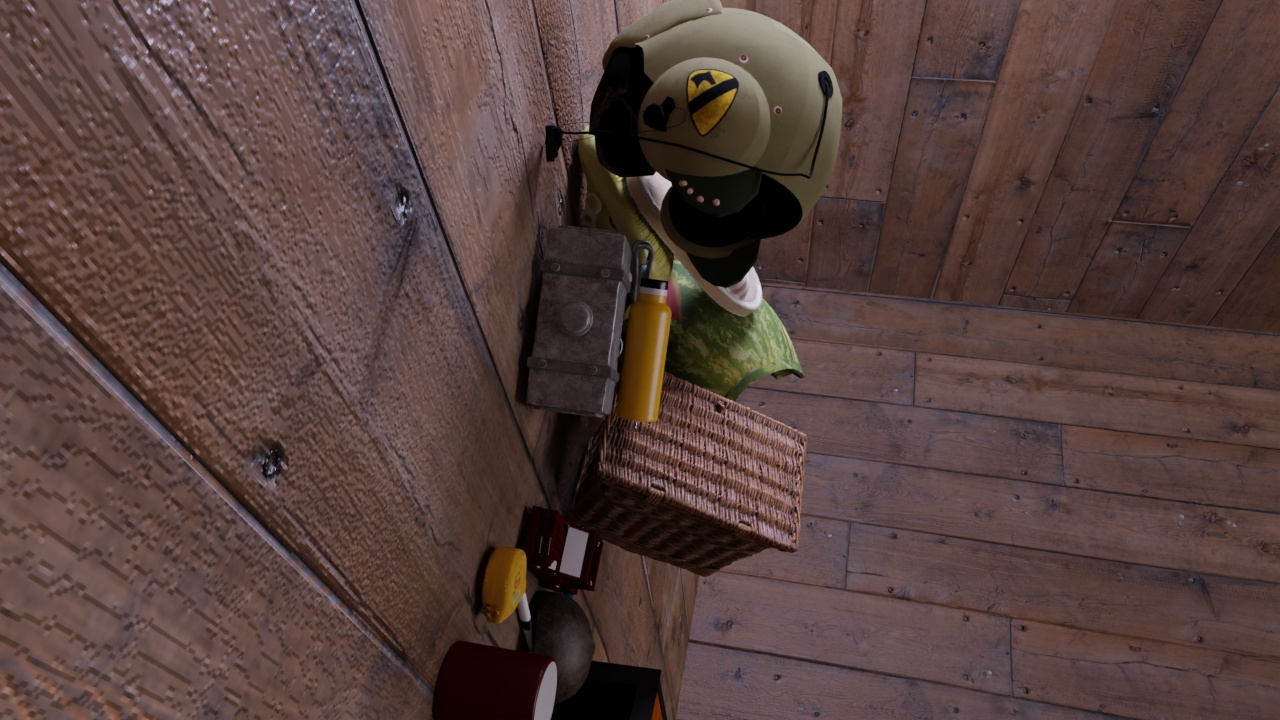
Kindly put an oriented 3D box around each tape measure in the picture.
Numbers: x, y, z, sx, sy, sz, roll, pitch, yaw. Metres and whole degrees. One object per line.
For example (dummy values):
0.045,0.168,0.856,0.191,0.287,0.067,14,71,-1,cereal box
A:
-0.124,0.198,0.825,0.068,0.030,0.059,-59,154,-72,tape measure

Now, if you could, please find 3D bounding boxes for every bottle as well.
0.005,-0.011,0.938,0.043,0.043,0.144,-23,122,-78,bottle

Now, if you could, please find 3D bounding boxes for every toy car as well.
-0.081,0.209,0.986,0.170,0.062,0.070,75,24,-64,toy car

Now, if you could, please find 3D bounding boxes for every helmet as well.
0.071,-0.020,1.213,0.213,0.247,0.243,-44,152,1,helmet
0.054,-0.212,0.849,0.250,0.256,0.232,62,39,-73,helmet

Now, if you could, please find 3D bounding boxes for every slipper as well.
-0.031,-0.160,0.998,0.190,0.082,0.091,63,25,-21,slipper
0.075,-0.146,1.037,0.263,0.052,0.114,39,40,-41,slipper

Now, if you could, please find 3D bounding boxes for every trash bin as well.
-0.049,0.459,1.066,0.139,0.140,0.172,-72,160,-47,trash bin

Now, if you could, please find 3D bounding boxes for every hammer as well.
-0.049,-0.027,1.000,0.326,0.079,0.177,47,50,-84,hammer

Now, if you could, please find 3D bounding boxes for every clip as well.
0.001,-0.087,0.958,0.044,0.023,0.076,-101,-165,-68,clip

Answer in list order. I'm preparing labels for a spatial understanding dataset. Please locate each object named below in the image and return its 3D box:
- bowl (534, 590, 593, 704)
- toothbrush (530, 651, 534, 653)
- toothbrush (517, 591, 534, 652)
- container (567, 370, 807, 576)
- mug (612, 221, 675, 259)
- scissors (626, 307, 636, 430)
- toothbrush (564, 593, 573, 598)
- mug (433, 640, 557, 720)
-0.081,0.315,1.006,0.121,0.056,0.121,11,79,-89,bowl
-0.133,0.358,0.924,0.022,0.015,0.154,-54,-172,33,toothbrush
-0.120,0.263,0.951,0.017,0.012,0.187,-92,179,-47,toothbrush
0.041,0.145,1.095,0.184,0.250,0.161,-49,-158,51,container
0.009,-0.159,1.146,0.120,0.096,0.099,27,81,-75,mug
-0.005,0.000,1.006,0.133,0.019,0.146,-100,-167,-71,scissors
-0.085,0.280,1.150,0.167,0.014,0.014,-73,177,-46,toothbrush
-0.121,0.289,0.750,0.073,0.082,0.105,84,16,-51,mug
